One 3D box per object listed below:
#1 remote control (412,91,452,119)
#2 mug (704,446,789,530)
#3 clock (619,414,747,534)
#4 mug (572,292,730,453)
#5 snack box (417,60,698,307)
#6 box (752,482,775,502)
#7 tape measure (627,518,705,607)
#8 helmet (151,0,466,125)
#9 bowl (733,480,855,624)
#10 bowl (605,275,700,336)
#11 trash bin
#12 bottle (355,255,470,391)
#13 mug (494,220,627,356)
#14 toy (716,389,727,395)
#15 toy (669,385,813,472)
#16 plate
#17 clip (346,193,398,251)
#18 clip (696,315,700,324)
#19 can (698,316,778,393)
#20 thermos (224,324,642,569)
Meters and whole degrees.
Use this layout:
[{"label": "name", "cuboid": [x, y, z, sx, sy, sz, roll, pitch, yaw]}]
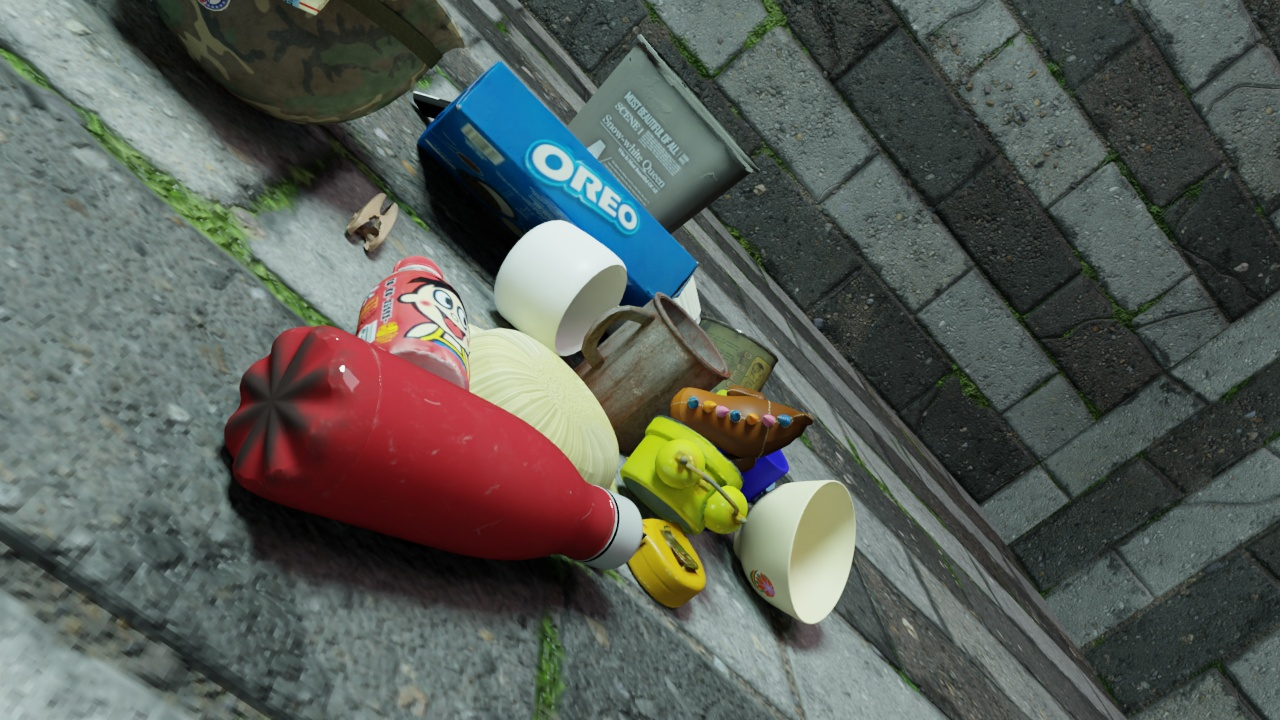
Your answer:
[{"label": "remote control", "cuboid": [-0.186, -0.246, 0.917, 0.124, 0.011, 0.028, 25, -20, 37]}, {"label": "mug", "cuboid": [0.068, 0.093, 0.767, 0.079, 0.084, 0.111, 46, 15, -12]}, {"label": "clock", "cuboid": [0.034, 0.084, 0.661, 0.083, 0.057, 0.119, 45, -17, -17]}, {"label": "mug", "cuboid": [-0.004, 0.004, 0.738, 0.123, 0.110, 0.096, 37, 14, -39]}, {"label": "snack box", "cuboid": [-0.081, -0.143, 0.825, 0.239, 0.056, 0.196, 43, -12, -20]}, {"label": "box", "cuboid": [0.059, 0.083, 0.906, 0.209, 0.052, 0.066, 34, 43, -41]}, {"label": "tape measure", "cuboid": [0.018, 0.135, 0.619, 0.059, 0.030, 0.068, 55, 16, 29]}, {"label": "helmet", "cuboid": [-0.203, -0.275, 0.582, 0.224, 0.236, 0.192, 51, 5, -41]}, {"label": "bowl", "cuboid": [0.121, 0.153, 0.772, 0.074, 0.118, 0.118, 7, -16, 38]}, {"label": "bowl", "cuboid": [0.011, -0.052, 0.939, 0.062, 0.115, 0.115, 61, 11, -17]}, {"label": "trash bin", "cuboid": [-0.006, -0.227, 1.092, 0.197, 0.220, 0.197, 49, 14, 0]}, {"label": "bottle", "cuboid": [-0.127, -0.017, 0.514, 0.062, 0.062, 0.137, 41, 17, -30]}, {"label": "mug", "cuboid": [-0.059, -0.058, 0.734, 0.068, 0.094, 0.115, 36, 18, 18]}, {"label": "toy", "cuboid": [0.079, 0.081, 0.855, 0.094, 0.036, 0.093, -49, 115, -38]}, {"label": "toy", "cuboid": [0.073, 0.042, 0.682, 0.090, 0.103, 0.070, 19, 71, -25]}, {"label": "plate", "cuboid": [-0.064, 0.032, 0.625, 0.184, 0.036, 0.184, 45, 15, -16]}, {"label": "clip", "cuboid": [-0.186, -0.096, 0.625, 0.049, 0.026, 0.061, 22, 37, -53]}, {"label": "clip", "cuboid": [0.069, -0.021, 1.101, 0.150, 0.089, 0.125, 33, 22, -20]}, {"label": "can", "cuboid": [0.083, 0.008, 0.928, 0.090, 0.074, 0.090, 30, -5, 3]}, {"label": "thermos", "cuboid": [-0.077, 0.059, 0.444, 0.239, 0.073, 0.073, 33, 21, -49]}]
